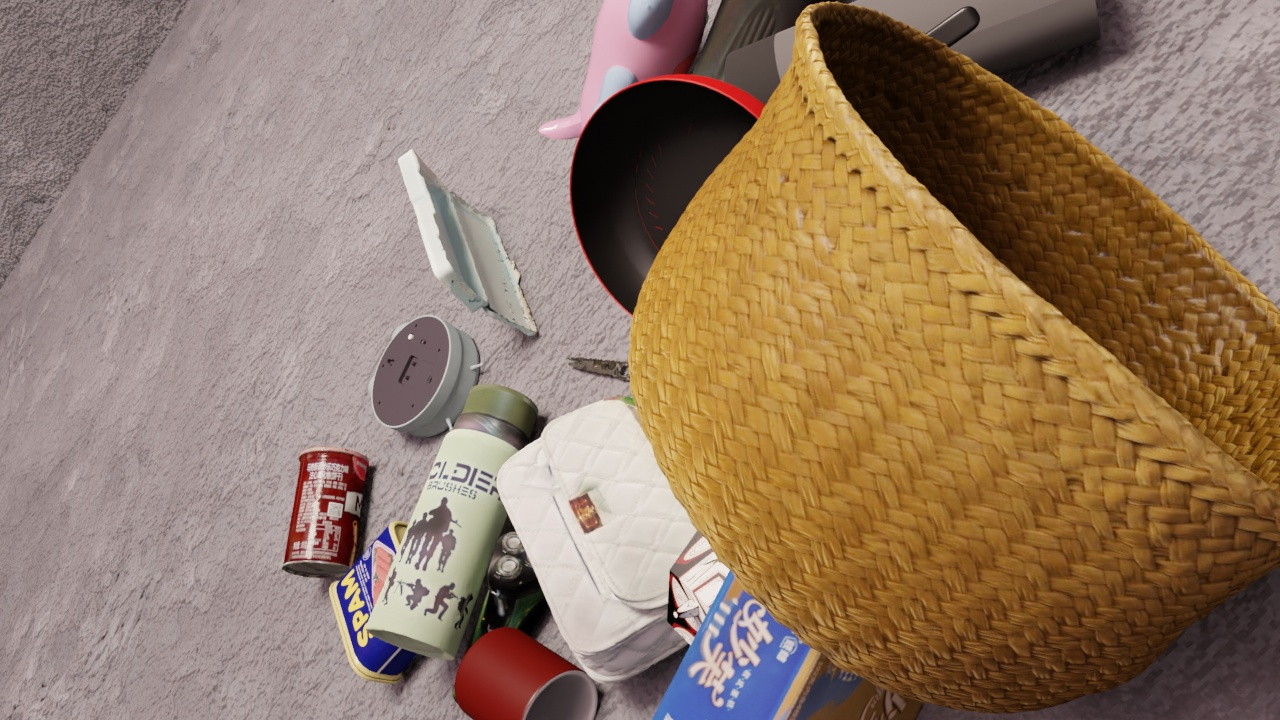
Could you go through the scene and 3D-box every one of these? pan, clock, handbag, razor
[{"bbox_3d":[0.084,-0.134,0.635,0.357,0.209,0.067,-30,6,45],"label":"pan"},{"bbox_3d":[0.082,0.117,0.565,0.154,0.115,0.065,-40,47,-15],"label":"clock"},{"bbox_3d":[-0.230,0.014,0.953,0.159,0.045,0.122,19,82,46],"label":"clock"},{"bbox_3d":[-0.020,0.123,0.675,0.138,0.072,0.194,-30,49,-6],"label":"handbag"},{"bbox_3d":[-0.117,0.213,0.739,0.054,0.067,0.151,26,93,26],"label":"razor"}]

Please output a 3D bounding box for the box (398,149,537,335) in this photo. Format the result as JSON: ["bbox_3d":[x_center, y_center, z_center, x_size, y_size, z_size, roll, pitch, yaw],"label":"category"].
[{"bbox_3d":[-0.173,-0.113,0.901,0.041,0.134,0.197,-34,49,10],"label":"box"}]

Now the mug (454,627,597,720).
[{"bbox_3d":[-0.087,0.265,0.690,0.083,0.073,0.106,15,109,44],"label":"mug"}]

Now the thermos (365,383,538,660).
[{"bbox_3d":[-0.149,0.131,0.783,0.082,0.082,0.230,-8,52,39],"label":"thermos"}]

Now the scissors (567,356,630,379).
[{"bbox_3d":[-0.008,0.019,0.775,0.171,0.012,0.121,-21,54,29],"label":"scissors"}]

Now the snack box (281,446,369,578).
[{"bbox_3d":[-0.323,0.157,0.945,0.072,0.072,0.121,-20,58,33],"label":"snack box"}]

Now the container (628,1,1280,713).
[{"bbox_3d":[0.144,-0.001,0.441,0.197,0.306,0.306,-51,43,33],"label":"container"}]

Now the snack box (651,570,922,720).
[{"bbox_3d":[0.072,0.219,0.504,0.069,0.155,0.202,27,88,42],"label":"snack box"}]

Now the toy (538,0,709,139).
[{"bbox_3d":[-0.003,-0.265,0.806,0.171,0.120,0.222,-63,0,-12],"label":"toy"}]

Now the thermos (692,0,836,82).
[{"bbox_3d":[0.089,-0.249,0.773,0.098,0.098,0.221,24,91,45],"label":"thermos"}]

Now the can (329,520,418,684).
[{"bbox_3d":[-0.225,0.217,0.838,0.092,0.056,0.116,-48,46,11],"label":"can"}]

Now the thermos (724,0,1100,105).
[{"bbox_3d":[0.185,-0.223,0.651,0.241,0.082,0.082,-15,60,26],"label":"thermos"}]
